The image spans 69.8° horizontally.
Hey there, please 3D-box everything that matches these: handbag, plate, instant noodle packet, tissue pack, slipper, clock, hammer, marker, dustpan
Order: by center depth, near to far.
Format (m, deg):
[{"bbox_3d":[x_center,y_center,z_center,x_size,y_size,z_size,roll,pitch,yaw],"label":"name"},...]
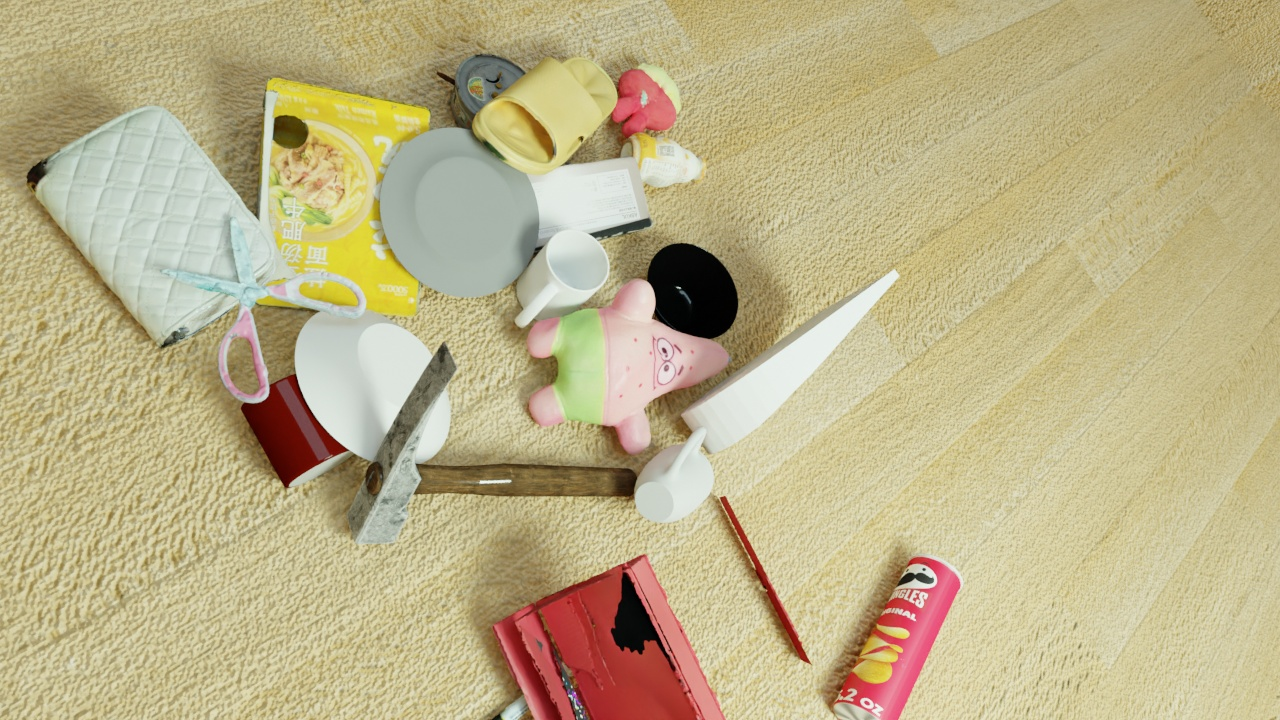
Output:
[{"bbox_3d":[-0.437,-0.122,0.839,0.138,0.073,0.195,-38,91,-17],"label":"handbag"},{"bbox_3d":[-0.239,0.014,0.872,0.174,0.036,0.173,37,35,-32],"label":"plate"},{"bbox_3d":[-0.098,0.318,0.882,0.146,0.017,0.017,-30,86,-35],"label":"marker"},{"bbox_3d":[-0.106,0.089,0.886,0.300,0.218,0.037,7,37,-40],"label":"hammer"},{"bbox_3d":[-0.303,-0.157,0.937,0.162,0.084,0.221,4,80,-26],"label":"instant noodle packet"},{"bbox_3d":[-0.183,-0.155,0.960,0.178,0.012,0.178,2,87,-34],"label":"plate"},{"bbox_3d":[-0.087,-0.291,1.040,0.099,0.079,0.262,47,39,-10],"label":"slipper"},{"bbox_3d":[0.165,0.011,1.041,0.257,0.192,0.053,-34,89,-17],"label":"dustpan"},{"bbox_3d":[-0.164,-0.293,1.072,0.103,0.056,0.148,-27,83,-37],"label":"clock"},{"bbox_3d":[-0.081,-0.185,1.077,0.181,0.071,0.104,-18,95,-30],"label":"tissue pack"}]

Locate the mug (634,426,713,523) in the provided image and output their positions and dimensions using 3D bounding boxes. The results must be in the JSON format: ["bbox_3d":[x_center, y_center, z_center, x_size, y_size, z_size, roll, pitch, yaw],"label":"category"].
[{"bbox_3d":[0.038,0.120,0.966,0.071,0.107,0.089,30,21,14],"label":"mug"}]

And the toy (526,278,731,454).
[{"bbox_3d":[-0.006,0.006,1.006,0.236,0.097,0.192,-4,99,-23],"label":"toy"}]

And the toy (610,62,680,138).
[{"bbox_3d":[0.006,-0.335,1.190,0.091,0.045,0.134,42,52,-11],"label":"toy"}]

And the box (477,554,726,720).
[{"bbox_3d":[-0.100,0.333,0.767,0.373,0.148,0.213,-20,82,-38],"label":"box"}]

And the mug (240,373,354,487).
[{"bbox_3d":[-0.298,0.057,0.846,0.105,0.073,0.082,-27,85,-43],"label":"mug"}]

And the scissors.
[{"bbox_3d":[-0.326,-0.050,0.812,0.175,0.013,0.170,-11,78,-26],"label":"scissors"}]

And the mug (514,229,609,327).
[{"bbox_3d":[-0.096,-0.079,1.001,0.074,0.091,0.110,43,56,-7],"label":"mug"}]

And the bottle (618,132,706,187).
[{"bbox_3d":[0.029,-0.249,1.157,0.108,0.063,0.063,4,68,-28],"label":"bottle"}]

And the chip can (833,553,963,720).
[{"bbox_3d":[0.302,0.329,1.067,0.069,0.069,0.219,45,56,-6],"label":"chip can"}]

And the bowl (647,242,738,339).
[{"bbox_3d":[0.051,-0.074,1.103,0.124,0.053,0.124,11,65,-25],"label":"bowl"}]
